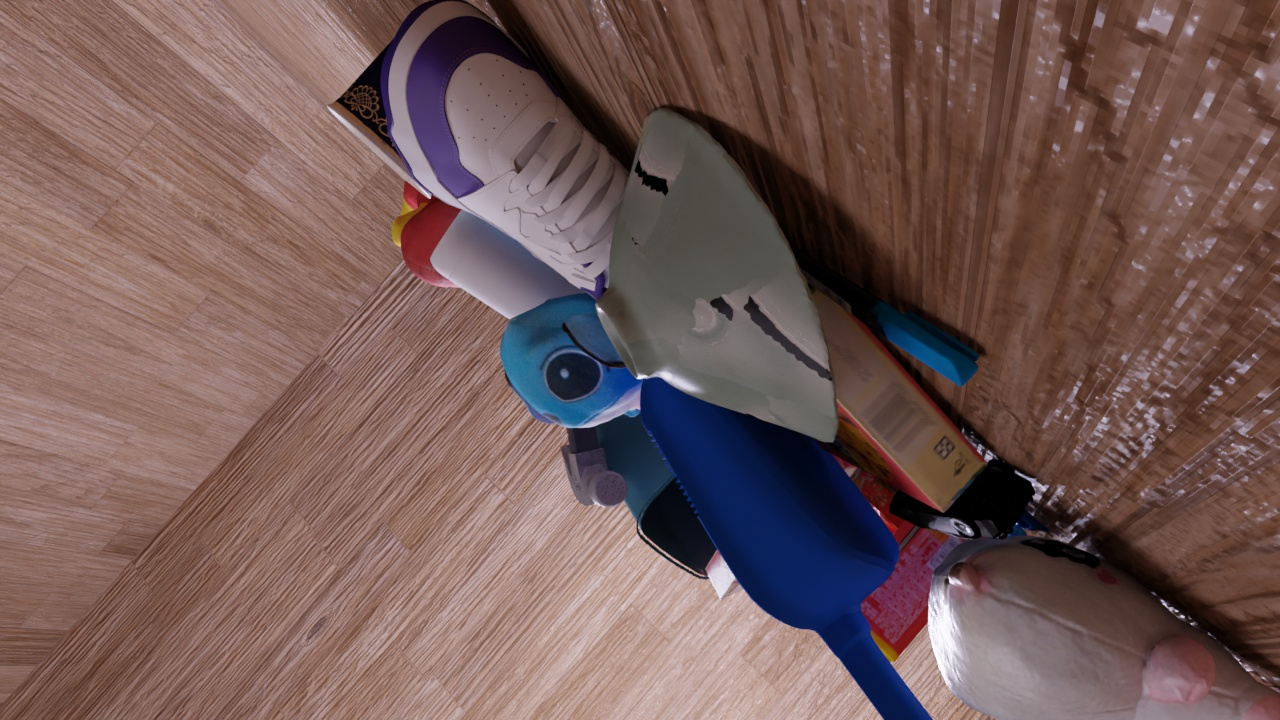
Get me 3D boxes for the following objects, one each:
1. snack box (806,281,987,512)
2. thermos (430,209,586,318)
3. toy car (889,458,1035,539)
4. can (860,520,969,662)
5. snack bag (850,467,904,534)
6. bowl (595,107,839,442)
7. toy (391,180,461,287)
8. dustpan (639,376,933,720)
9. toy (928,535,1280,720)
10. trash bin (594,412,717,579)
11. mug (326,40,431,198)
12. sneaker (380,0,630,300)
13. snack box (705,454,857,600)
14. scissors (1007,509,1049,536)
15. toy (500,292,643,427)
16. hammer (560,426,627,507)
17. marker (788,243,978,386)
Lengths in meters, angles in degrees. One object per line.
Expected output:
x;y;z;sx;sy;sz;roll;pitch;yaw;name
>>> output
0.105;0.009;0.526;0.142;0.040;0.145;44;176;-16;snack box
-0.054;-0.056;0.770;0.230;0.101;0.069;34;159;-11;thermos
0.178;0.079;0.506;0.036;0.042;0.092;45;164;-18;toy car
0.224;0.185;0.769;0.066;0.124;0.067;42;176;4;can
0.245;0.156;0.849;0.155;0.044;0.087;40;-165;-8;snack bag
0.018;-0.024;0.427;0.174;0.068;0.174;61;172;13;bowl
-0.196;-0.151;0.985;0.216;0.147;0.099;-120;11;-55;toy
0.115;0.120;0.541;0.257;0.060;0.245;52;-166;24;dustpan
0.242;0.155;0.487;0.180;0.101;0.139;14;167;25;toy
0.048;0.083;1.018;0.199;0.196;0.218;45;-178;-46;trash bin
-0.136;-0.163;0.616;0.112;0.089;0.086;43;176;-35;mug
-0.042;-0.092;0.516;0.111;0.092;0.244;38;179;33;sneaker
0.127;0.154;0.876;0.044;0.076;0.274;59;157;25;snack box
0.189;0.061;0.548;0.135;0.016;0.083;47;175;15;scissors
-0.004;0.004;0.662;0.191;0.098;0.224;11;164;-16;toy
-0.075;-0.007;0.943;0.139;0.035;0.312;166;93;-72;hammer
0.098;-0.027;0.406;0.123;0.015;0.018;42;174;39;marker
